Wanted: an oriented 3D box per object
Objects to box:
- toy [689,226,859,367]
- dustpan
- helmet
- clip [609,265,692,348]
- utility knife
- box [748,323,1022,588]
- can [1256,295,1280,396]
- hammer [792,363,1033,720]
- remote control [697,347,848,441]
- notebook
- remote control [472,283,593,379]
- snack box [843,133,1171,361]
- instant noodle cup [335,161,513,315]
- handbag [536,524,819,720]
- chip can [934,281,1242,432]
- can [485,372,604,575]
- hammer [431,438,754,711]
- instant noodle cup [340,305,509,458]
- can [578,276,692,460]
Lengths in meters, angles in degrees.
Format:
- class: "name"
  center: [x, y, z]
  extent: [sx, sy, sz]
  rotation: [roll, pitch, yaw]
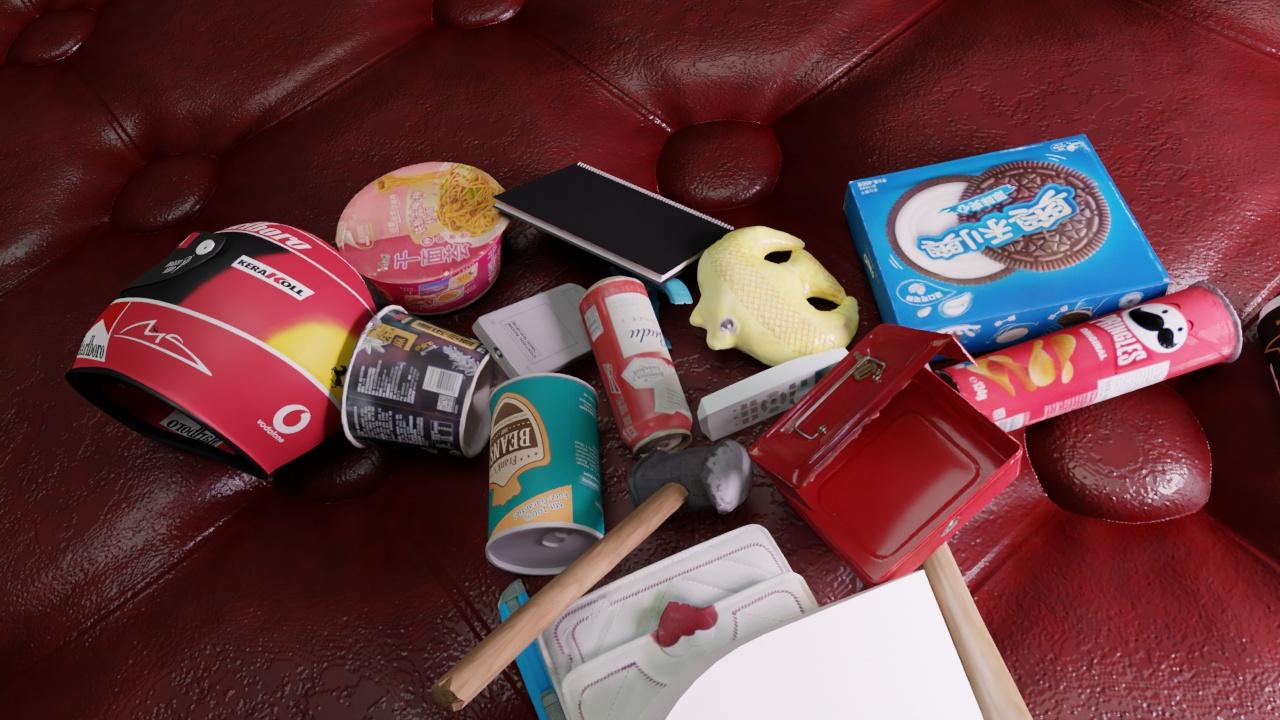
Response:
- class: "toy"
  center: [0.122, -0.057, 0.877]
  extent: [0.154, 0.065, 0.170]
  rotation: [-25, 62, -20]
- class: "dustpan"
  center: [0.110, 0.275, 0.609]
  extent: [0.257, 0.053, 0.191]
  rotation: [-14, 77, -23]
- class: "helmet"
  center: [-0.374, -0.023, 0.875]
  extent: [0.271, 0.198, 0.224]
  rotation: [13, 60, 29]
- class: "clip"
  center: [0.016, -0.080, 0.895]
  extent: [0.031, 0.121, 0.130]
  rotation: [-3, 63, -29]
- class: "utility knife"
  center: [-0.068, 0.272, 0.724]
  extent: [0.031, 0.015, 0.224]
  rotation: [-30, 57, -3]
- class: "box"
  center: [0.190, 0.076, 0.698]
  extent: [0.157, 0.156, 0.147]
  rotation: [-43, 17, -1]
- class: "can"
  center: [0.550, 0.009, 0.734]
  extent: [0.072, 0.072, 0.128]
  rotation: [-2, 56, 10]
- class: "hammer"
  center: [0.227, 0.143, 0.730]
  extent: [0.117, 0.051, 0.322]
  rotation: [-19, 57, 5]
- class: "remote control"
  center: [0.118, 0.027, 0.826]
  extent: [0.143, 0.050, 0.024]
  rotation: [-23, 56, -4]
- class: "notebook"
  center: [-0.025, -0.147, 0.944]
  extent: [0.207, 0.016, 0.148]
  rotation: [27, 37, 22]
- class: "remote control"
  center: [-0.086, -0.027, 0.869]
  extent: [0.074, 0.019, 0.150]
  rotation: [51, 39, 8]
- class: "snack box"
  center: [0.333, -0.107, 0.867]
  extent: [0.239, 0.056, 0.195]
  rotation: [-11, 54, 4]
- class: "instant noodle cup"
  center: [-0.222, -0.123, 0.974]
  extent: [0.179, 0.078, 0.178]
  rotation: [-2, 52, 3]
- class: "handbag"
  center: [0.036, 0.222, 0.674]
  extent: [0.198, 0.096, 0.142]
  rotation: [-22, 52, -14]
- class: "chip can"
  center: [0.373, 0.004, 0.776]
  extent: [0.233, 0.073, 0.073]
  rotation: [-18, 55, 1]
- class: "can"
  center: [-0.082, 0.098, 0.790]
  extent: [0.099, 0.099, 0.143]
  rotation: [-9, 55, 6]
- class: "hammer"
  center: [-0.029, 0.145, 0.672]
  extent: [0.098, 0.052, 0.327]
  rotation: [-14, 12, 40]
- class: "instant noodle cup"
  center: [-0.193, 0.028, 0.849]
  extent: [0.112, 0.137, 0.137]
  rotation: [14, 60, 9]
- class: "can"
  center: [-0.005, 0.005, 0.844]
  extent: [0.067, 0.067, 0.170]
  rotation: [-18, 64, -1]
